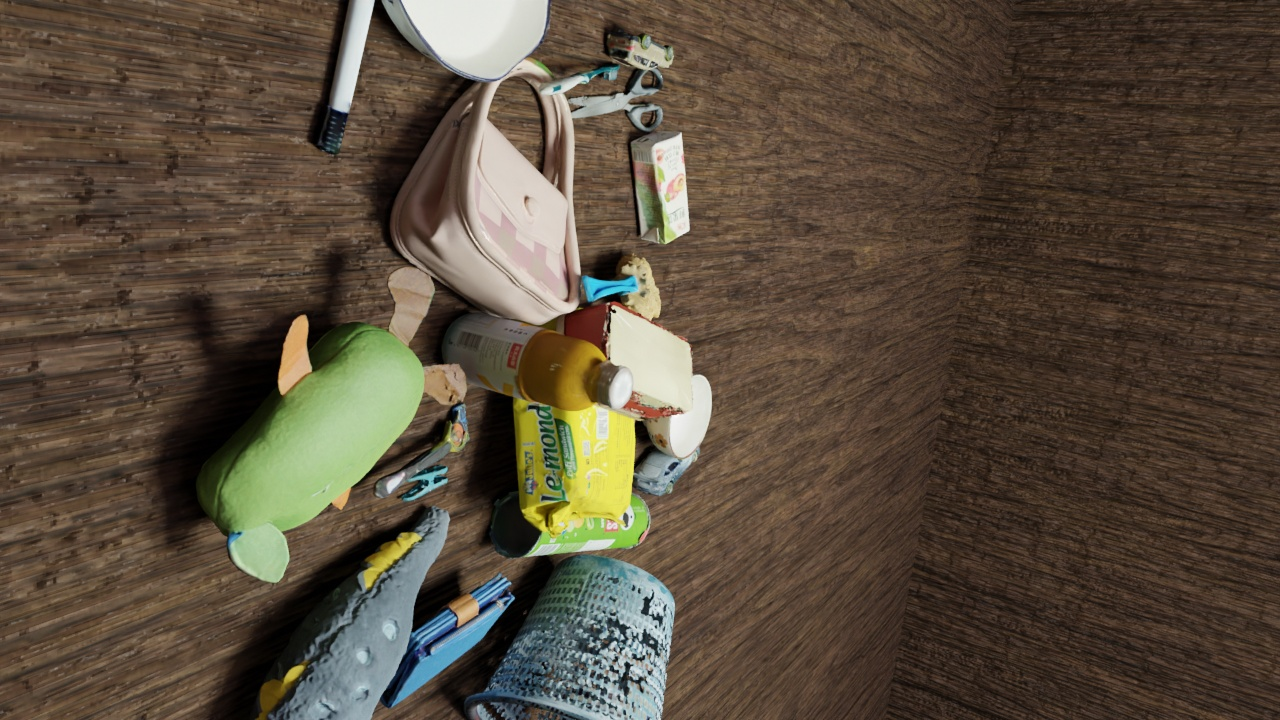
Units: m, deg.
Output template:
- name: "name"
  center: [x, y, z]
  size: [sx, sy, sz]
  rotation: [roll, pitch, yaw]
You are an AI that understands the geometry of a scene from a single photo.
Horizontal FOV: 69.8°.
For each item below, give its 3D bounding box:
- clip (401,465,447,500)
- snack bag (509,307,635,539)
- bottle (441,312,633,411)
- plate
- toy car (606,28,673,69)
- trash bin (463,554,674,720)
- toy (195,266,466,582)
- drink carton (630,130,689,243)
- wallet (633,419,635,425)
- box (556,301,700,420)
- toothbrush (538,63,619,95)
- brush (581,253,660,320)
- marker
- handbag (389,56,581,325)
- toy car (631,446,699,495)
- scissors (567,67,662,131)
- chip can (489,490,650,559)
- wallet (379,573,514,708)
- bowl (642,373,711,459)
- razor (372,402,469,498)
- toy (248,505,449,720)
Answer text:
- name: "clip"
  center: [-0.203, 0.114, 0.863]
  size: [0.056, 0.014, 0.041]
  rotation: [-16, 116, -55]
- name: "snack bag"
  center: [-0.063, 0.056, 0.962]
  size: [0.157, 0.068, 0.246]
  rotation: [7, 78, -61]
- name: "bottle"
  center: [-0.093, 0.004, 0.826]
  size: [0.067, 0.190, 0.068]
  rotation: [-29, 126, -50]
- name: "plate"
  center: [-0.143, -0.334, 0.745]
  size: [0.204, 0.046, 0.205]
  rotation: [-31, 127, -54]
- name: "toy car"
  center: [0.000, -0.335, 0.996]
  size: [0.090, 0.042, 0.035]
  rotation: [-8, 118, -57]
- name: "trash bin"
  center: [-0.057, 0.337, 1.031]
  size: [0.227, 0.227, 0.194]
  rotation: [69, 31, -44]
- name: "toy"
  center: [-0.236, 0.044, 0.705]
  size: [0.246, 0.090, 0.227]
  rotation: [-48, 154, -35]
- name: "drink carton"
  center: [0.022, -0.204, 1.081]
  size: [0.053, 0.045, 0.123]
  rotation: [-36, 131, -41]
- name: "wallet"
  center: [-0.048, 0.103, 1.115]
  size: [0.115, 0.020, 0.101]
  rotation: [11, 93, -57]
- name: "box"
  center: [-0.005, 0.005, 0.923]
  size: [0.168, 0.080, 0.091]
  rotation: [24, 62, -55]
- name: "toothbrush"
  center: [-0.058, -0.277, 0.910]
  size: [0.191, 0.016, 0.018]
  rotation: [-50, 152, -59]
- name: "brush"
  center: [-0.023, -0.077, 0.985]
  size: [0.254, 0.046, 0.083]
  rotation: [-20, 96, -75]
- name: "marker"
  center: [-0.222, -0.221, 0.691]
  size: [0.022, 0.018, 0.131]
  rotation: [9, 94, -52]
- name: "handbag"
  center: [-0.117, -0.167, 0.844]
  size: [0.193, 0.093, 0.233]
  rotation: [42, 54, -56]
- name: "toy car"
  center: [0.034, 0.136, 1.230]
  size: [0.120, 0.054, 0.037]
  rotation: [-41, 137, -45]
- name: "scissors"
  center: [-0.025, -0.291, 1.004]
  size: [0.172, 0.014, 0.145]
  rotation: [34, 73, -55]
- name: "chip can"
  center: [-0.074, 0.186, 1.050]
  size: [0.235, 0.072, 0.072]
  rotation: [14, 90, -60]
- name: "wallet"
  center: [-0.190, 0.272, 0.897]
  size: [0.132, 0.040, 0.107]
  rotation: [-26, 154, -55]
- name: "bowl"
  center: [0.041, 0.068, 1.207]
  size: [0.113, 0.062, 0.113]
  rotation: [-32, 129, -52]
- name: "razor"
  center: [-0.195, 0.087, 0.840]
  size: [0.142, 0.022, 0.043]
  rotation: [-42, 134, -57]
- name: "toy"
  center: [-0.260, 0.274, 0.771]
  size: [0.138, 0.091, 0.355]
  rotation: [103, 13, -70]
